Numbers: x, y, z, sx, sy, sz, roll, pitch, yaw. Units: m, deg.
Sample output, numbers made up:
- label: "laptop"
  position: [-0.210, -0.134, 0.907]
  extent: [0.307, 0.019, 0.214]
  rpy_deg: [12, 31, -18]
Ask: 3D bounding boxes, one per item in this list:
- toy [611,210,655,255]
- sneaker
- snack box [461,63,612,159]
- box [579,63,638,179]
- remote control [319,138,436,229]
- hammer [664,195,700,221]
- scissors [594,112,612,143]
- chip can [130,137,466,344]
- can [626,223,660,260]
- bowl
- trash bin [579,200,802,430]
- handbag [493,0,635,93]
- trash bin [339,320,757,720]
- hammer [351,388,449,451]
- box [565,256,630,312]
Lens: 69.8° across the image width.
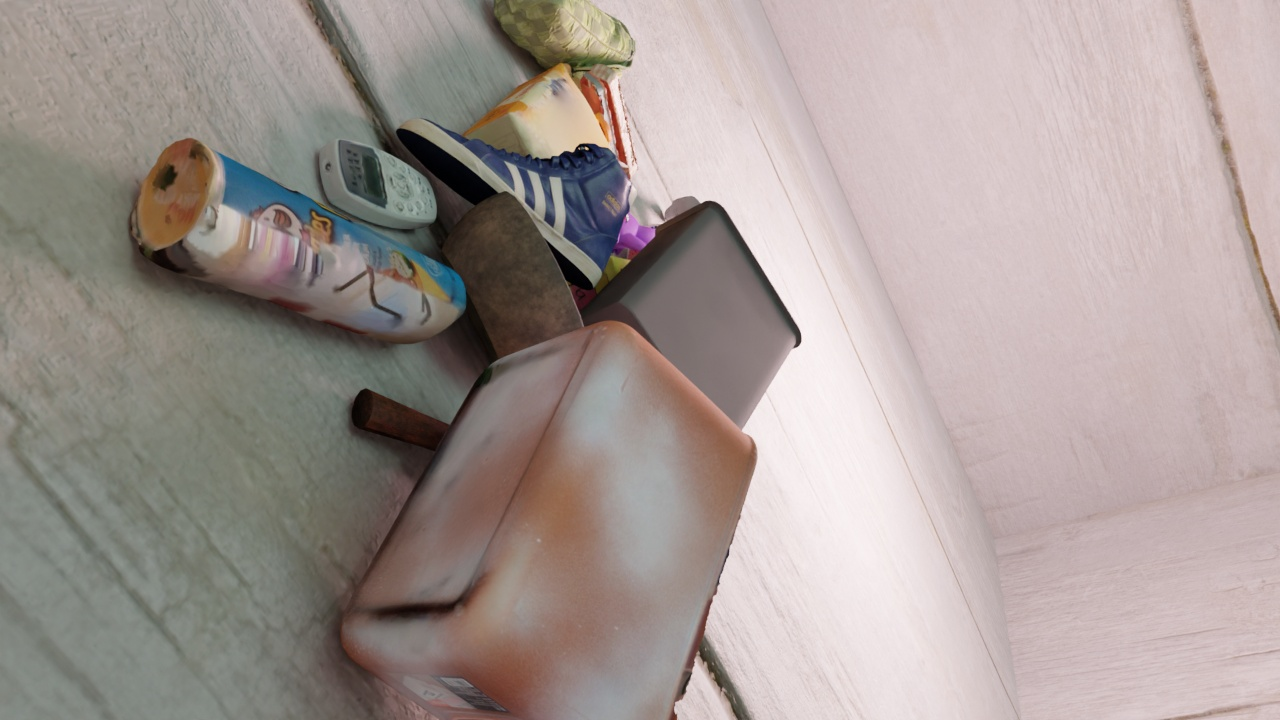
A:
- label: "toy"
  position: [-0.034, -0.156, 1.102]
  extent: [0.106, 0.056, 0.088]
  rpy_deg: [39, 17, 24]
- label: "sneaker"
  position: [-0.097, -0.182, 0.853]
  extent: [0.233, 0.091, 0.118]
  rpy_deg: [39, 75, -27]
- label: "snack box"
  position: [-0.095, -0.227, 0.997]
  extent: [0.145, 0.081, 0.194]
  rpy_deg: [59, 26, -23]
- label: "box"
  position: [-0.034, -0.288, 1.127]
  extent: [0.187, 0.058, 0.060]
  rpy_deg: [76, 3, -61]
- label: "remote control"
  position: [-0.212, -0.140, 0.749]
  extent: [0.114, 0.028, 0.060]
  rpy_deg: [15, 58, -61]
- label: "hammer"
  position: [0.103, -0.078, 1.306]
  extent: [0.127, 0.029, 0.323]
  rpy_deg: [164, -90, -77]
- label: "scissors"
  position: [-0.060, -0.272, 1.122]
  extent: [0.129, 0.011, 0.125]
  rpy_deg: [50, -16, 11]
- label: "chip can"
  position: [-0.217, -0.066, 0.625]
  extent: [0.229, 0.080, 0.079]
  rpy_deg: [26, 49, -57]
- label: "can"
  position: [0.018, -0.103, 1.144]
  extent: [0.078, 0.078, 0.135]
  rpy_deg: [52, 30, -34]
- label: "bowl"
  position: [-0.111, -0.055, 0.776]
  extent: [0.162, 0.070, 0.162]
  rpy_deg: [58, -13, 21]
- label: "trash bin"
  position: [0.051, -0.027, 0.933]
  extent: [0.192, 0.098, 0.219]
  rpy_deg: [56, 41, -14]
- label: "handbag"
  position: [-0.094, -0.375, 1.100]
  extent: [0.186, 0.113, 0.116]
  rpy_deg: [16, 71, -58]
- label: "trash bin"
  position: [-0.058, 0.115, 0.620]
  extent: [0.157, 0.182, 0.259]
  rpy_deg: [45, 51, -26]
- label: "hammer"
  position: [-0.105, 0.085, 0.753]
  extent: [0.300, 0.028, 0.111]
  rpy_deg: [29, 32, -45]
- label: "box"
  position: [-0.006, 0.006, 1.008]
  extent: [0.124, 0.082, 0.221]
  rpy_deg: [6, 65, -63]
